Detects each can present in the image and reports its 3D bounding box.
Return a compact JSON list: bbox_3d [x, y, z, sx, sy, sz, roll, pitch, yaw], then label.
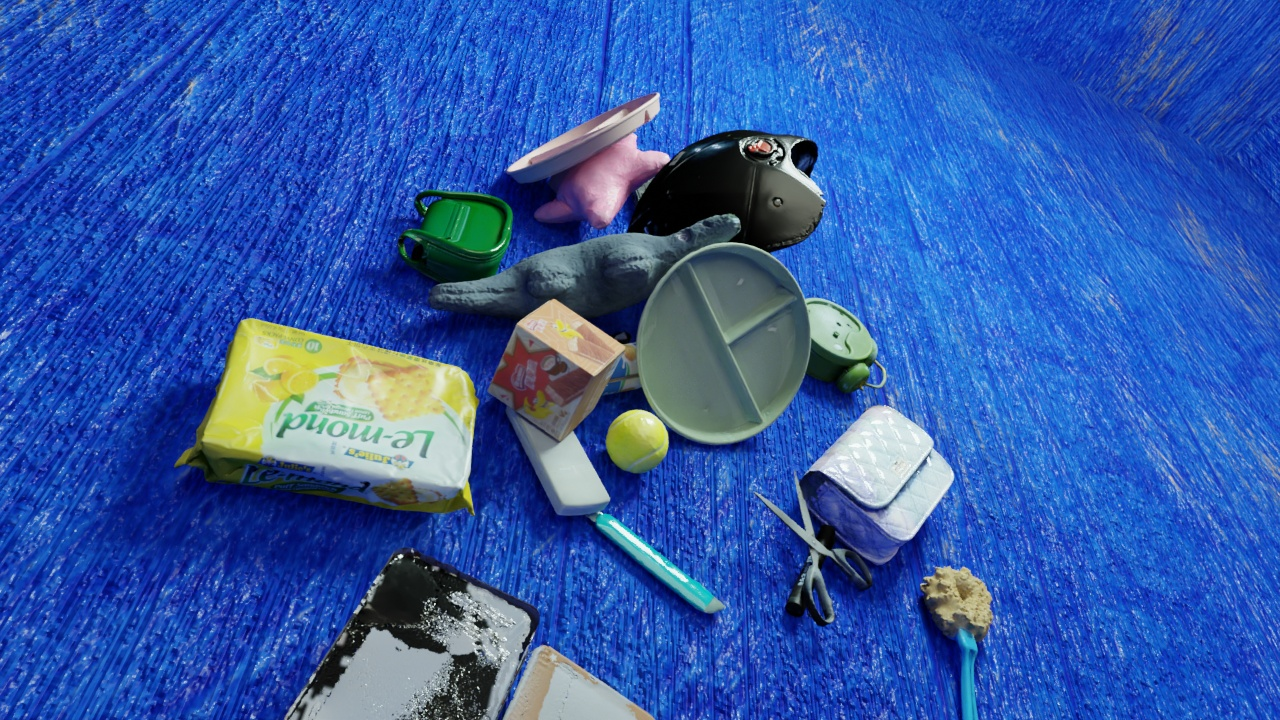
[{"bbox_3d":[-0.006,0.006,1.050,0.134,0.053,0.053,-10,53,-38],"label":"can"}]

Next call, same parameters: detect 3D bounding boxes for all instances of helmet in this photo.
[{"bbox_3d":[0.118,-0.181,1.176,0.230,0.234,0.274,26,67,9],"label":"helmet"}]

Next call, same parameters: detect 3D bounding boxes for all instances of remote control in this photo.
[{"bbox_3d":[-0.086,0.094,0.925,0.058,0.021,0.150,0,42,-37],"label":"remote control"}]

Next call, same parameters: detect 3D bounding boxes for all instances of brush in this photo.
[{"bbox_3d":[0.335,0.320,0.944,0.083,0.046,0.254,24,43,-13],"label":"brush"}]

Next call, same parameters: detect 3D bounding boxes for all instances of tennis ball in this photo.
[{"bbox_3d":[-0.003,0.085,0.958,0.065,0.066,0.065,17,41,-16],"label":"tennis ball"}]

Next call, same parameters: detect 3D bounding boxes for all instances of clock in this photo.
[{"bbox_3d":[0.264,-0.016,1.239,0.161,0.056,0.115,33,40,4],"label":"clock"}]

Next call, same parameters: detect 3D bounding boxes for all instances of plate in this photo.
[{"bbox_3d":[0.094,-0.018,1.040,0.230,0.230,0.027,6,5,-26],"label":"plate"},{"bbox_3d":[-0.074,-0.296,1.231,0.028,0.230,0.228,63,35,-19],"label":"plate"}]

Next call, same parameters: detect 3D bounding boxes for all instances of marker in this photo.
[{"bbox_3d":[0.181,0.220,0.965,0.022,0.020,0.131,58,37,-12],"label":"marker"}]

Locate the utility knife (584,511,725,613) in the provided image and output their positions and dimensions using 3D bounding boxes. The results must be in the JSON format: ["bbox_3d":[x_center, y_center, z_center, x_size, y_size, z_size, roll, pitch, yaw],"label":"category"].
[{"bbox_3d":[0.000,0.186,0.893,0.193,0.013,0.029,37,36,10],"label":"utility knife"}]

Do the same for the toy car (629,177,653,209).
[{"bbox_3d":[0.008,-0.236,1.336,0.049,0.031,0.105,9,45,-25],"label":"toy car"}]

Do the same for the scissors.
[{"bbox_3d":[0.178,0.195,0.955,0.177,0.014,0.159,41,37,-12],"label":"scissors"}]

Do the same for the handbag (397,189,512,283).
[{"bbox_3d":[-0.215,-0.146,1.072,0.120,0.068,0.131,17,40,-14],"label":"handbag"}]

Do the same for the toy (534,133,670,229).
[{"bbox_3d":[-0.058,-0.245,1.235,0.179,0.075,0.194,16,56,40],"label":"toy"}]

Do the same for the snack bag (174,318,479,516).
[{"bbox_3d":[-0.265,0.057,0.824,0.246,0.068,0.157,14,41,-19],"label":"snack bag"}]

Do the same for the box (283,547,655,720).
[{"bbox_3d":[-0.108,0.275,0.676,0.262,0.088,0.177,27,38,-1],"label":"box"}]

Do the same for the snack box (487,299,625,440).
[{"bbox_3d":[-0.086,0.009,0.933,0.094,0.093,0.076,34,33,8],"label":"snack box"}]

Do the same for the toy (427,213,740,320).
[{"bbox_3d":[-0.059,-0.098,1.050,0.356,0.138,0.091,-15,79,-6],"label":"toy"}]

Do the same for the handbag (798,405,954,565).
[{"bbox_3d":[0.280,0.138,1.069,0.134,0.076,0.193,41,39,14],"label":"handbag"}]

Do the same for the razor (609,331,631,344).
[{"bbox_3d":[-0.060,-0.015,1.065,0.142,0.022,0.042,-18,61,-43],"label":"razor"}]
